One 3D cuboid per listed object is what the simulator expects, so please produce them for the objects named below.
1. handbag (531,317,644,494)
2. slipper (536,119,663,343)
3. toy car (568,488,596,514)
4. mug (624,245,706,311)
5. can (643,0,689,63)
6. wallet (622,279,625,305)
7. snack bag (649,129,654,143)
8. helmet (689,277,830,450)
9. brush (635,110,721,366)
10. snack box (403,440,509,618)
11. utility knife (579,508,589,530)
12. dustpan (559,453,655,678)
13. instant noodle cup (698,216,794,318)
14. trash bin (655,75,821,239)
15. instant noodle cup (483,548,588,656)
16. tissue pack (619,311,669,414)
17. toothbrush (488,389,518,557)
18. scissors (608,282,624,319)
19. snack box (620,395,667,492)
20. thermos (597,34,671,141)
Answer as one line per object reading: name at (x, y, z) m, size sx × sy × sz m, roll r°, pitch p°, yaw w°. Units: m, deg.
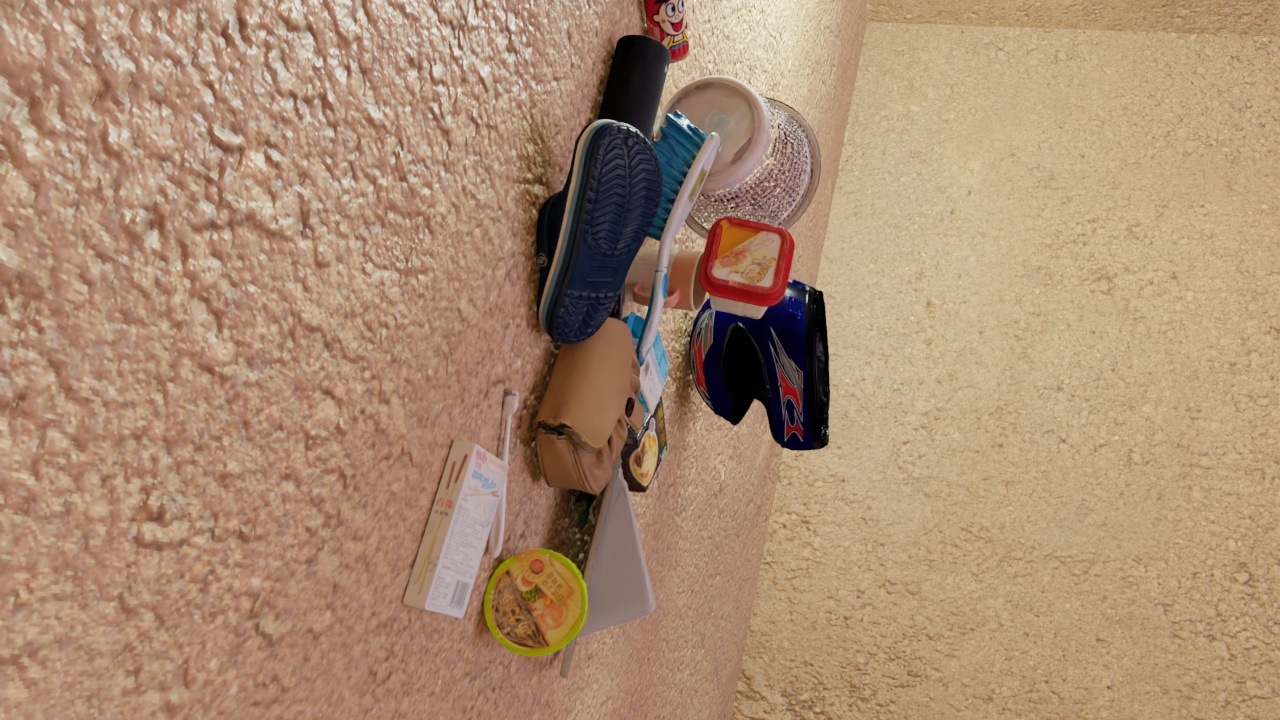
handbag at (-0.054, 0.049, 1.071) m, size 0.148 × 0.100 × 0.204 m, roll 66°, pitch 33°, yaw -54°
slipper at (-0.056, -0.138, 0.976) m, size 0.104 × 0.095 × 0.253 m, roll -12°, pitch 130°, yaw -42°
toy car at (-0.074, 0.145, 1.170) m, size 0.048 × 0.031 × 0.106 m, roll -52°, pitch 148°, yaw -59°
mug at (0.028, -0.105, 1.244) m, size 0.114 × 0.106 × 0.082 m, roll -58°, pitch 151°, yaw -51°
can at (0.031, -0.452, 1.170) m, size 0.133 × 0.053 × 0.053 m, roll 80°, pitch 25°, yaw -46°
wallet at (-0.046, -0.094, 1.166) m, size 0.120 × 0.019 × 0.097 m, roll -49°, pitch 145°, yaw -55°
snack bag at (0.004, -0.305, 1.202) m, size 0.105 × 0.026 × 0.045 m, roll 83°, pitch 12°, yaw -48°
helmet at (0.209, 0.006, 1.637) m, size 0.246 × 0.241 × 0.315 m, roll -27°, pitch 113°, yaw -68°
brush at (0.021, -0.153, 1.160) m, size 0.314 × 0.109 × 0.060 m, roll -64°, pitch 165°, yaw 6°
snack box at (-0.173, 0.162, 0.873) m, size 0.085 × 0.027 × 0.156 m, roll 56°, pitch 46°, yaw -65°
utility knife at (-0.065, 0.120, 1.219) m, size 0.029 × 0.013 × 0.219 m, roll -22°, pitch 120°, yaw -70°
dustpan at (-0.066, 0.268, 1.199) m, size 0.223 × 0.142 × 0.257 m, roll 102°, pitch -27°, yaw -76°
instant noodle cup at (0.141, -0.118, 1.251) m, size 0.124 × 0.117 × 0.116 m, roll 87°, pitch 17°, yaw -71°
trash bin at (0.121, -0.287, 1.266) m, size 0.192 × 0.228 × 0.227 m, roll 15°, pitch 84°, yaw -68°
instant noodle cup at (-0.106, 0.275, 1.030) m, size 0.123 × 0.112 × 0.111 m, roll 73°, pitch 30°, yaw -70°
tissue pack at (-0.007, 0.007, 1.261) m, size 0.140 × 0.063 × 0.089 m, roll 68°, pitch 37°, yaw -57°
toothbrush at (-0.144, 0.119, 0.965) m, size 0.016 × 0.016 × 0.180 m, roll -14°, pitch 111°, yaw -78°
scissors at (-0.022, -0.158, 1.105) m, size 0.139 × 0.022 × 0.235 m, roll -85°, pitch -179°, yaw -78°
snack box at (-0.002, 0.131, 1.378) m, size 0.113 × 0.053 × 0.126 m, roll -58°, pitch 146°, yaw -52°
thermos at (-0.028, -0.255, 1.085) m, size 0.090 × 0.068 × 0.242 m, roll 158°, pitch -52°, yaw -72°
